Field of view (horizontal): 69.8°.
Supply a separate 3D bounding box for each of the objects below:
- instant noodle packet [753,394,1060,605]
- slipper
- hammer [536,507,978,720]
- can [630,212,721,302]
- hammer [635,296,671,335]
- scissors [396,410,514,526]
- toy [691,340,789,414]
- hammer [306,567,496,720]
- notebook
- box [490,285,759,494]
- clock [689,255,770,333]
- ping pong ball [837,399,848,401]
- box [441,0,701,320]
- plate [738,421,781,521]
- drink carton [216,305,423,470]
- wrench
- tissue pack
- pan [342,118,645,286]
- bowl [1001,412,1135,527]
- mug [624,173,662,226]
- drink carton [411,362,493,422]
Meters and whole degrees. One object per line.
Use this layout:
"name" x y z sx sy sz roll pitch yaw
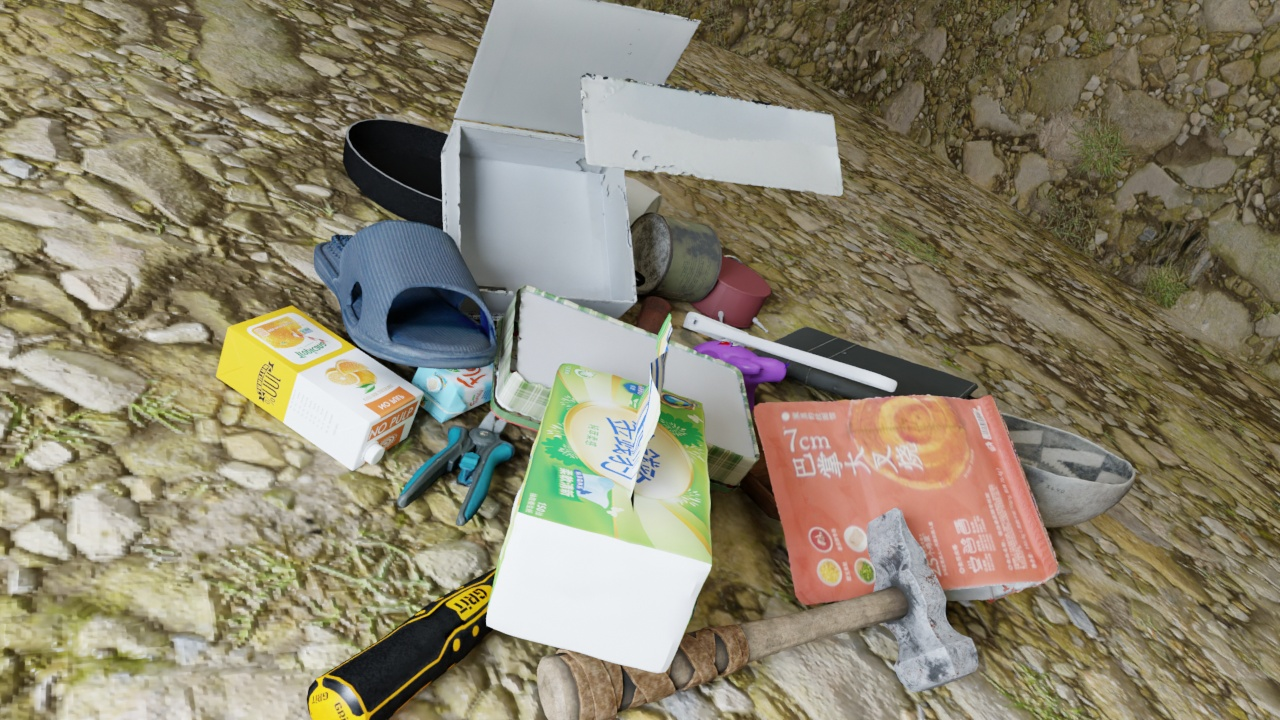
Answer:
"instant noodle packet" 0.200 0.109 0.729 0.220 0.084 0.164 4 60 -26
"slipper" -0.177 -0.068 0.692 0.101 0.083 0.264 5 19 -35
"hammer" 0.081 0.169 0.569 0.318 0.049 0.121 -2 61 -35
"can" 0.034 -0.112 1.009 0.074 0.090 0.090 6 33 -36
"hammer" -0.005 0.005 0.832 0.111 0.028 0.300 25 26 -2
"scissors" -0.113 0.070 0.621 0.126 0.019 0.144 -1 30 -35
"toy" 0.081 0.011 0.868 0.088 0.056 0.106 23 -9 -18
"hammer" -0.067 0.128 0.545 0.123 0.036 0.319 35 25 15
"notebook" 0.241 0.014 0.983 0.209 0.029 0.169 23 21 27
"box" -0.012 0.024 0.696 0.205 0.050 0.117 19 38 -21
"clock" 0.095 -0.088 1.069 0.096 0.048 0.137 7 32 -35
"ping pong ball" 0.202 0.059 0.907 0.040 0.040 0.040 21 27 -11
"box" -0.058 -0.283 0.764 0.166 0.513 0.173 2 24 -24
"plate" 0.129 0.101 0.779 0.131 0.025 0.131 21 27 -11
"drink carton" -0.209 0.018 0.606 0.122 0.040 0.058 32 27 11
"wrench" 0.135 -0.009 0.878 0.066 0.018 0.274 20 1 -36
"tissue pack" -0.009 0.053 0.527 0.120 0.142 0.197 14 23 -10
"pan" -0.154 -0.157 0.974 0.356 0.044 0.203 31 26 10
"bowl" 0.388 0.117 0.916 0.178 0.081 0.178 9 17 -3
"mug" -0.039 -0.188 1.092 0.105 0.082 0.082 31 26 7
"drink carton" -0.121 0.009 0.703 0.044 0.039 0.128 38 28 15
